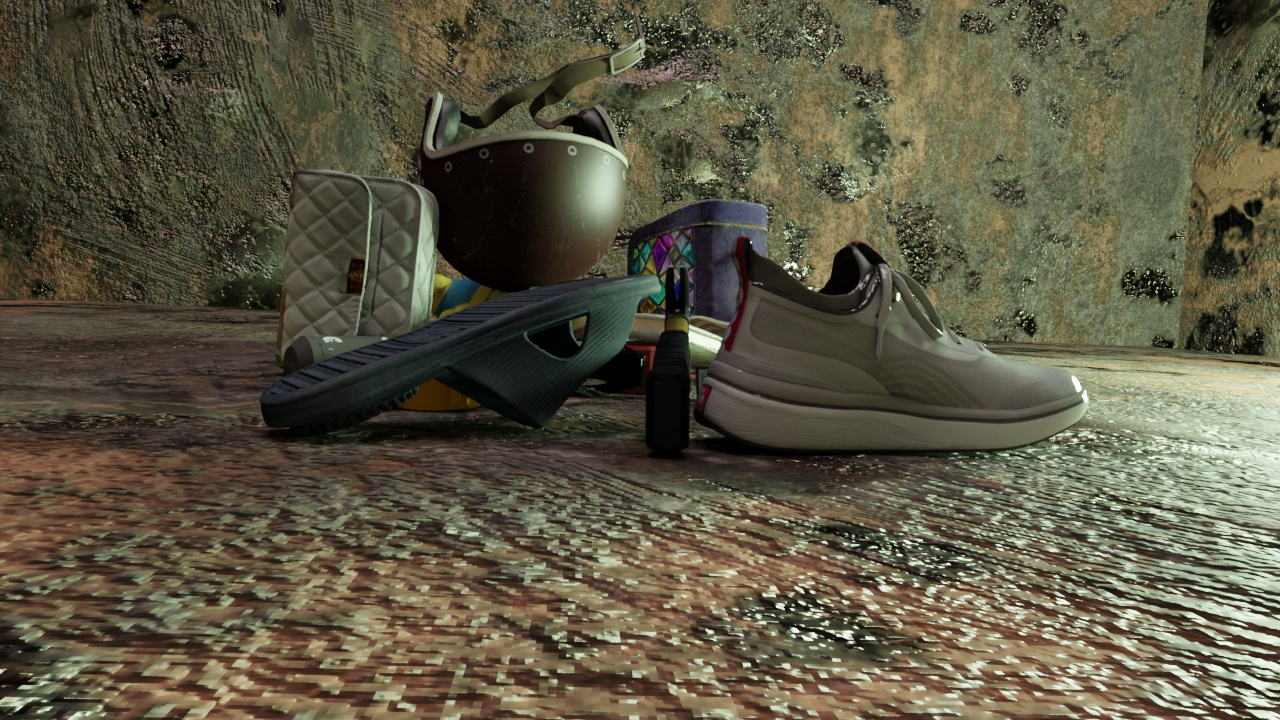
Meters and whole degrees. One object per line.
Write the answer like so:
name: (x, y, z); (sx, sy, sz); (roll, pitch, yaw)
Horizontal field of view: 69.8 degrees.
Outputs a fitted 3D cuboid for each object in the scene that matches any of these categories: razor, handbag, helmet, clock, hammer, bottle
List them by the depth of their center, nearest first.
hammer: (0.024, -0.003, 0.664); (0.025, 0.118, 0.332); (1, 9, 3)
clock: (-0.154, 0.012, 0.705); (0.099, 0.044, 0.129); (3, 11, -2)
bottle: (-0.233, 0.002, 0.751); (0.112, 0.047, 0.047); (-2, 6, -45)
razor: (-0.067, 0.003, 0.807); (0.140, 0.053, 0.063); (4, 11, 1)
handbag: (-0.270, -0.081, 0.864); (0.139, 0.195, 0.072); (5, 1, 2)
clock: (-0.005, 0.005, 0.877); (0.087, 0.044, 0.124); (4, 5, 20)
helmet: (-0.119, -0.202, 0.975); (0.233, 0.253, 0.234); (-2, -25, -22)
handbag: (0.086, -0.086, 1.151); (0.125, 0.205, 0.222); (0, -1, -32)

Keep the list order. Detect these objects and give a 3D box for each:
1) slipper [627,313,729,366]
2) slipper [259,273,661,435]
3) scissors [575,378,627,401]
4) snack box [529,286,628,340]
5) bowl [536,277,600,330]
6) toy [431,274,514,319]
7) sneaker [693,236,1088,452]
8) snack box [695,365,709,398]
slipper: (0.085, -0.022, 0.972); (0.115, 0.052, 0.262); (2, -9, 44)
slipper: (-0.101, 0.010, 0.585); (0.263, 0.082, 0.101); (-22, 16, -27)
scissors: (-0.076, 0.011, 0.708); (0.153, 0.013, 0.163); (32, 17, -2)
snack box: (-0.061, -0.028, 0.954); (0.080, 0.095, 0.092); (4, 5, 29)
bowl: (-0.082, -0.045, 0.853); (0.119, 0.032, 0.119); (-12, 15, 3)
toy: (-0.157, -0.055, 1.060); (0.148, 0.084, 0.214); (-24, 33, -30)
sneaker: (0.165, -0.008, 0.584); (0.263, 0.129, 0.097); (4, 5, -13)
snack box: (0.149, 0.017, 0.746); (0.186, 0.031, 0.100); (-2, 1, 42)
